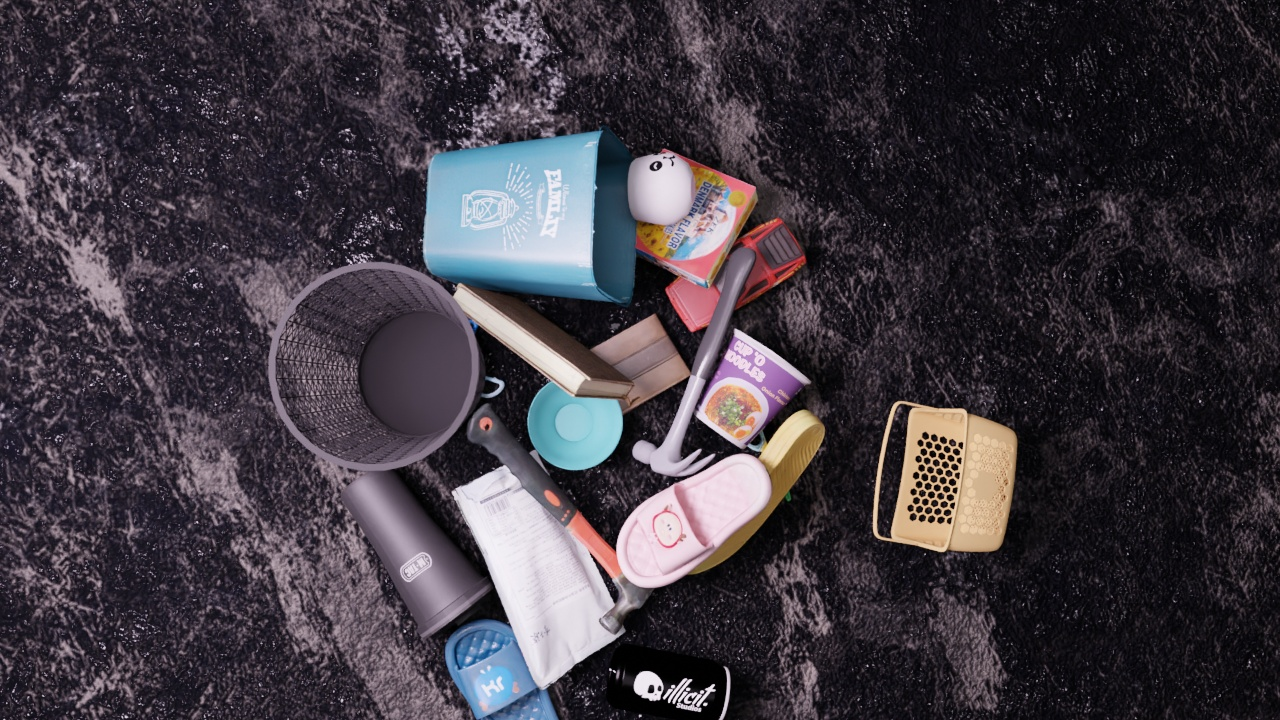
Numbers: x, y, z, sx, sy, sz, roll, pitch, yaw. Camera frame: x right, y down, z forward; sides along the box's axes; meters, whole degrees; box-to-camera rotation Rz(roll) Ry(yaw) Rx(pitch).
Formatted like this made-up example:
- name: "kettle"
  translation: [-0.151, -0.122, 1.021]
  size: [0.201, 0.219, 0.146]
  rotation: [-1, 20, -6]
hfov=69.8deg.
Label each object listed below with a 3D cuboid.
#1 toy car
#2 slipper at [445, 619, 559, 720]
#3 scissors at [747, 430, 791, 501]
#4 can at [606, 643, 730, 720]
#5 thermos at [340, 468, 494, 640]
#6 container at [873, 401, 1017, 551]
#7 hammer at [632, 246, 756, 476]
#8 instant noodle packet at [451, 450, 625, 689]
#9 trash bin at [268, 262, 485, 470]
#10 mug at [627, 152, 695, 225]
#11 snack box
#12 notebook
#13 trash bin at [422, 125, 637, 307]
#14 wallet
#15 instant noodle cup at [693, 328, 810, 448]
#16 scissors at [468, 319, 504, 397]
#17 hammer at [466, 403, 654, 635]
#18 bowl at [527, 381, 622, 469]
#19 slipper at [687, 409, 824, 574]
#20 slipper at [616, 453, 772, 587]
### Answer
- name: "toy car"
  translation: [0.128, -0.115, 1.234]
  size: [0.189, 0.056, 0.081]
  rotation: [-32, 88, -5]
- name: "slipper"
  translation: [-0.165, 0.424, 1.160]
  size: [0.103, 0.059, 0.213]
  rotation: [-31, 91, -10]
- name: "scissors"
  translation: [0.172, 0.130, 1.242]
  size: [0.117, 0.012, 0.129]
  rotation: [27, 85, -2]
- name: "can"
  translation: [0.034, 0.414, 1.171]
  size: [0.146, 0.080, 0.080]
  rotation: [13, 84, -6]
- name: "thermos"
  translation: [-0.281, 0.235, 1.142]
  size: [0.105, 0.106, 0.218]
  rotation: [-36, 86, -8]
- name: "container"
  translation: [0.390, 0.155, 1.208]
  size: [0.167, 0.129, 0.183]
  rotation: [12, 85, -15]
- name: "hammer"
  translation: [0.085, 0.002, 1.176]
  size: [0.029, 0.125, 0.311]
  rotation: [22, 88, -36]
- name: "instant noodle packet"
  translation: [-0.130, 0.260, 1.170]
  size: [0.146, 0.057, 0.269]
  rotation: [-24, 89, -36]
- name: "trash bin"
  translation: [-0.280, 0.012, 1.074]
  size: [0.217, 0.243, 0.217]
  rotation: [0, 87, -1]
- name: "mug"
  translation: [0.032, -0.227, 1.169]
  size: [0.076, 0.090, 0.123]
  rotation: [1, 41, 13]
- name: "snack box"
  translation: [0.060, -0.188, 1.213]
  size: [0.145, 0.040, 0.142]
  rotation: [27, 82, 19]
- name: "notebook"
  translation: [-0.108, -0.018, 1.136]
  size: [0.215, 0.190, 0.034]
  rotation: [36, 99, 21]
- name: "trash bin"
  translation: [-0.131, -0.170, 1.126]
  size: [0.219, 0.199, 0.196]
  rotation: [1, 85, 14]
- name: "wallet"
  translation: [-0.007, 0.007, 1.223]
  size: [0.121, 0.027, 0.098]
  rotation: [-30, 92, -8]
- name: "instant noodle cup"
  translation: [0.136, 0.043, 1.192]
  size: [0.122, 0.137, 0.122]
  rotation: [36, 92, 6]
- name: "scissors"
  translation: [-0.235, 0.008, 1.205]
  size: [0.130, 0.013, 0.125]
  rotation: [26, 86, 0]
- name: "hammer"
  translation: [-0.097, 0.186, 1.151]
  size: [0.132, 0.033, 0.333]
  rotation: [-47, 107, -20]
- name: "bowl"
  translation: [-0.086, 0.081, 1.198]
  size: [0.121, 0.046, 0.121]
  rotation: [0, 86, -7]
- name: "slipper"
  translation: [0.133, 0.164, 1.190]
  size: [0.263, 0.099, 0.078]
  rotation: [-52, 54, 8]
- name: "slipper"
  translation: [0.062, 0.192, 1.128]
  size: [0.222, 0.055, 0.106]
  rotation: [-36, 62, 11]
